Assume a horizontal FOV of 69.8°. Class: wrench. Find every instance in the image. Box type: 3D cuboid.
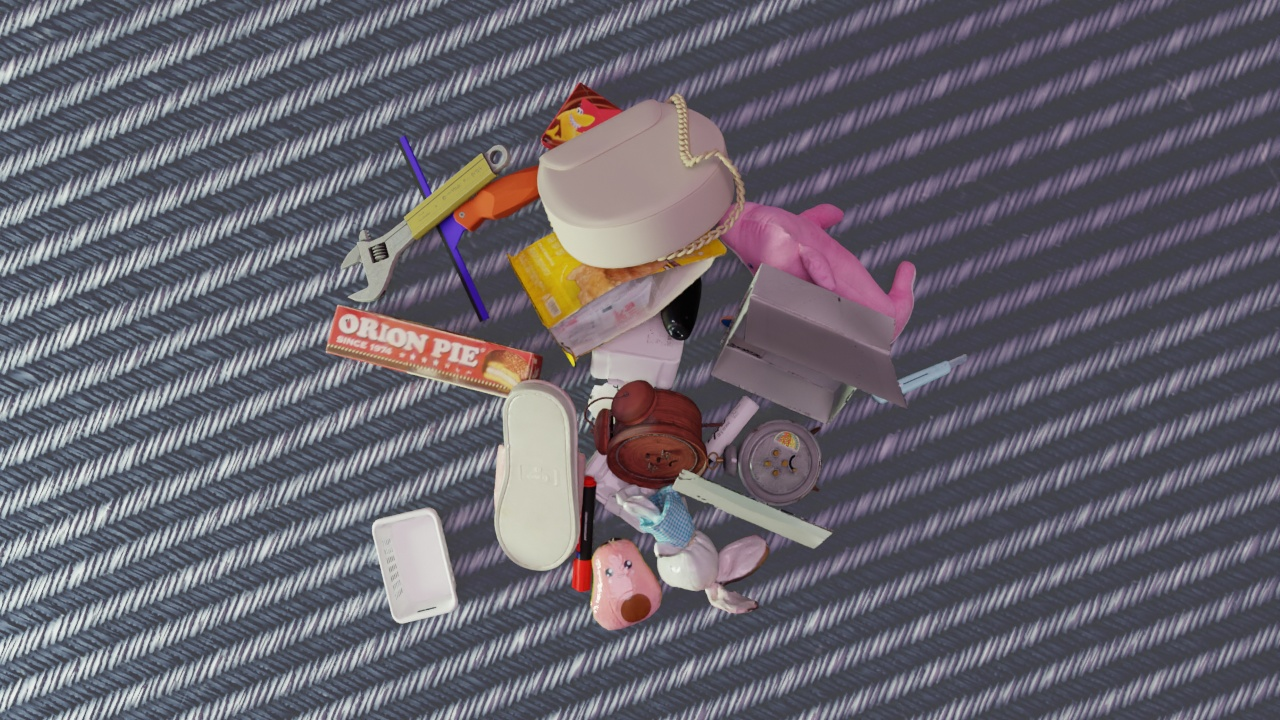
[{"bbox_3d":[-0.262,-0.169,1.114,0.274,0.018,0.083,-34,79,15],"label":"wrench"}]

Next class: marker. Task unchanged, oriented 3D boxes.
[{"bbox_3d":[-0.069,0.212,1.125,0.023,0.021,0.145,9,104,22],"label":"marker"},{"bbox_3d":[0.099,0.099,1.137,0.025,0.025,0.126,39,90,0],"label":"marker"}]

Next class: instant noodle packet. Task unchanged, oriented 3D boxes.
[{"bbox_3d":[-0.026,-0.112,1.074,0.221,0.163,0.084,-29,132,-3],"label":"instant noodle packet"}]

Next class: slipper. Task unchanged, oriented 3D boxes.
[{"bbox_3d":[-0.118,0.136,1.082,0.114,0.054,0.275,12,122,8],"label":"slipper"}]

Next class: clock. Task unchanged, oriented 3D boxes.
[{"bbox_3d":[0.152,0.122,1.116,0.148,0.056,0.104,1,92,-7],"label":"clock"},{"bbox_3d":[0.007,0.085,1.080,0.157,0.121,0.072,22,47,-20],"label":"clock"}]

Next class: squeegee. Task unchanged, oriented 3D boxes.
[{"bbox_3d":[-0.168,-0.199,1.124,0.185,0.055,0.249,-25,90,1],"label":"squeegee"}]

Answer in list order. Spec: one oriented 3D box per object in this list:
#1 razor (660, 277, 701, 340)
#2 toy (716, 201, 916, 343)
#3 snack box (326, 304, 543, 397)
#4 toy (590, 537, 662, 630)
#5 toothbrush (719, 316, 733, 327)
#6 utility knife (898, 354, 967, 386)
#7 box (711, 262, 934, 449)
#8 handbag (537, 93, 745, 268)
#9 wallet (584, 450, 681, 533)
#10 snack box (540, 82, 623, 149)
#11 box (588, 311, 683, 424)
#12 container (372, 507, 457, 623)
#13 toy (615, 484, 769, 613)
[{"bbox_3d":[0.039,-0.074,1.085,0.064,0.140,0.053,-33,123,30],"label":"razor"},{"bbox_3d":[0.210,-0.106,1.088,0.265,0.128,0.186,32,86,-5],"label":"toy"},{"bbox_3d":[-0.239,-0.007,1.096,0.236,0.113,0.060,14,89,1],"label":"snack box"},{"bbox_3d":[-0.024,0.271,1.124,0.090,0.051,0.110,-20,89,-1],"label":"toy"},{"bbox_3d":[0.165,-0.037,1.140,0.135,0.017,0.022,9,130,0],"label":"toothbrush"},{"bbox_3d":[0.348,0.023,1.141,0.129,0.015,0.022,-23,58,-1],"label":"utility knife"},{"bbox_3d":[0.181,-0.010,0.964,0.167,0.369,0.150,22,92,1],"label":"box"},{"bbox_3d":[-0.008,-0.205,1.030,0.210,0.103,0.208,-30,47,-8],"label":"handbag"},{"bbox_3d":[-0.015,0.152,1.135,0.116,0.032,0.086,31,89,0],"label":"wallet"},{"bbox_3d":[-0.045,-0.271,1.140,0.133,0.021,0.089,34,89,0],"label":"snack box"},{"bbox_3d":[-0.009,0.016,1.122,0.109,0.137,0.123,8,49,0],"label":"box"},{"bbox_3d":[-0.272,0.248,1.127,0.081,0.049,0.129,-13,90,0],"label":"container"},{"bbox_3d":[0.044,0.226,1.095,0.205,0.130,0.106,39,122,-13],"label":"toy"}]
